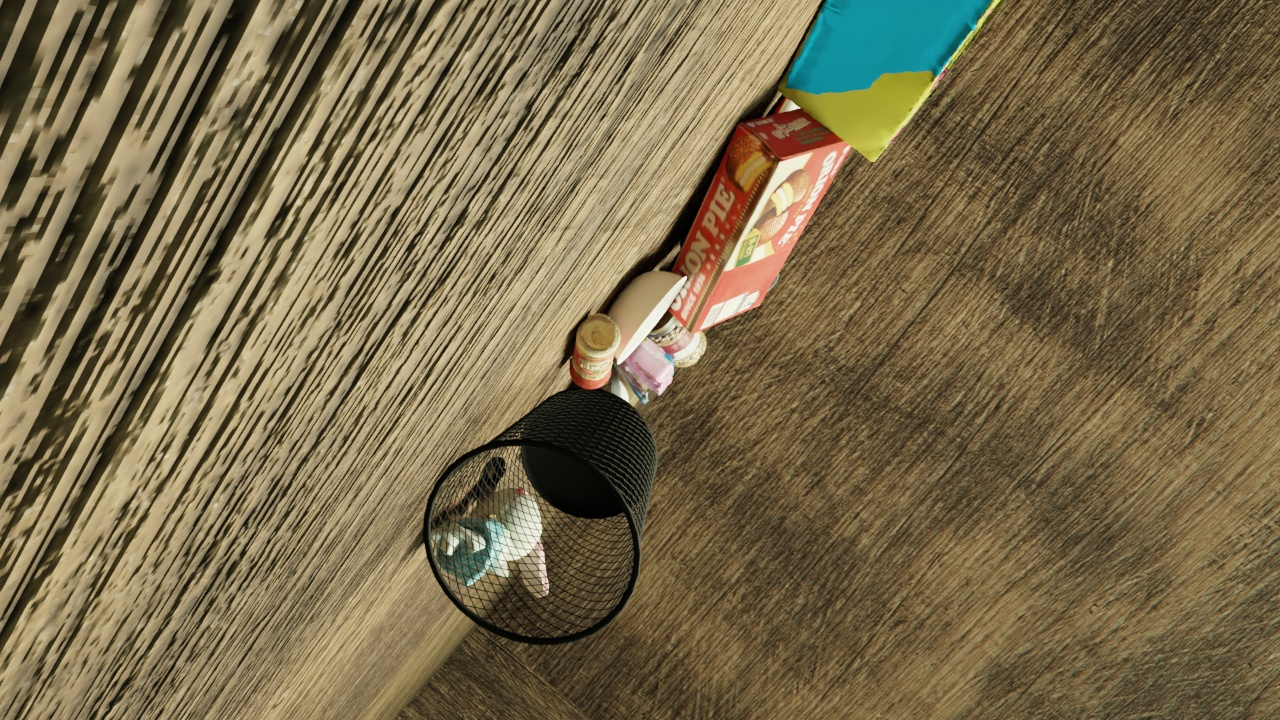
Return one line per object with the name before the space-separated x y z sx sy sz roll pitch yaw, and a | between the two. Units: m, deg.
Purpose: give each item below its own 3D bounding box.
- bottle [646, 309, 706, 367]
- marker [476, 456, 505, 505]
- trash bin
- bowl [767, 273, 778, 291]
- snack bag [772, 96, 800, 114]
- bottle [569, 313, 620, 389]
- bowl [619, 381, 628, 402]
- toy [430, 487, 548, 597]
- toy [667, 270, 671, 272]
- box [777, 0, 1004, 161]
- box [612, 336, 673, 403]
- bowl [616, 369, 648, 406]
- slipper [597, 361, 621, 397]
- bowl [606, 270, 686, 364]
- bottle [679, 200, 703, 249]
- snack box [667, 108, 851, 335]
bottle | 0.033 -0.037 1.044 0.056 0.056 0.105 -51 148 -4
marker | -0.162 0.135 0.987 0.016 0.016 0.141 -49 175 -30
trash bin | -0.072 0.123 0.848 0.184 0.184 0.209 -53 -179 19
bowl | 0.118 -0.133 1.257 0.137 0.137 0.057 121 -30 -61
snack bag | 0.158 -0.222 0.975 0.144 0.039 0.130 -52 145 9
bottle | -0.044 -0.007 0.867 0.044 0.044 0.109 -50 174 -19
bowl | -0.057 0.076 1.274 0.113 0.063 0.113 -52 176 -5
toy | -0.158 0.175 0.953 0.105 0.131 0.205 -64 164 -9
toy | 0.086 -0.111 1.110 0.152 0.078 0.179 -44 171 -6
box | 0.216 -0.283 0.765 0.080 0.124 0.221 -49 173 -28
box | -0.007 0.007 1.076 0.053 0.084 0.230 -52 176 -4
bowl | -0.017 0.031 1.387 0.152 0.050 0.152 -51 176 -6
slipper | -0.067 0.081 1.139 0.269 0.054 0.098 105 -21 -57
bowl | -0.004 -0.052 0.911 0.110 0.040 0.110 -51 176 -6
bottle | 0.073 -0.150 0.964 0.030 0.030 0.113 -49 175 -31
snack box | 0.111 -0.136 0.919 0.113 0.060 0.237 -24 153 -36
